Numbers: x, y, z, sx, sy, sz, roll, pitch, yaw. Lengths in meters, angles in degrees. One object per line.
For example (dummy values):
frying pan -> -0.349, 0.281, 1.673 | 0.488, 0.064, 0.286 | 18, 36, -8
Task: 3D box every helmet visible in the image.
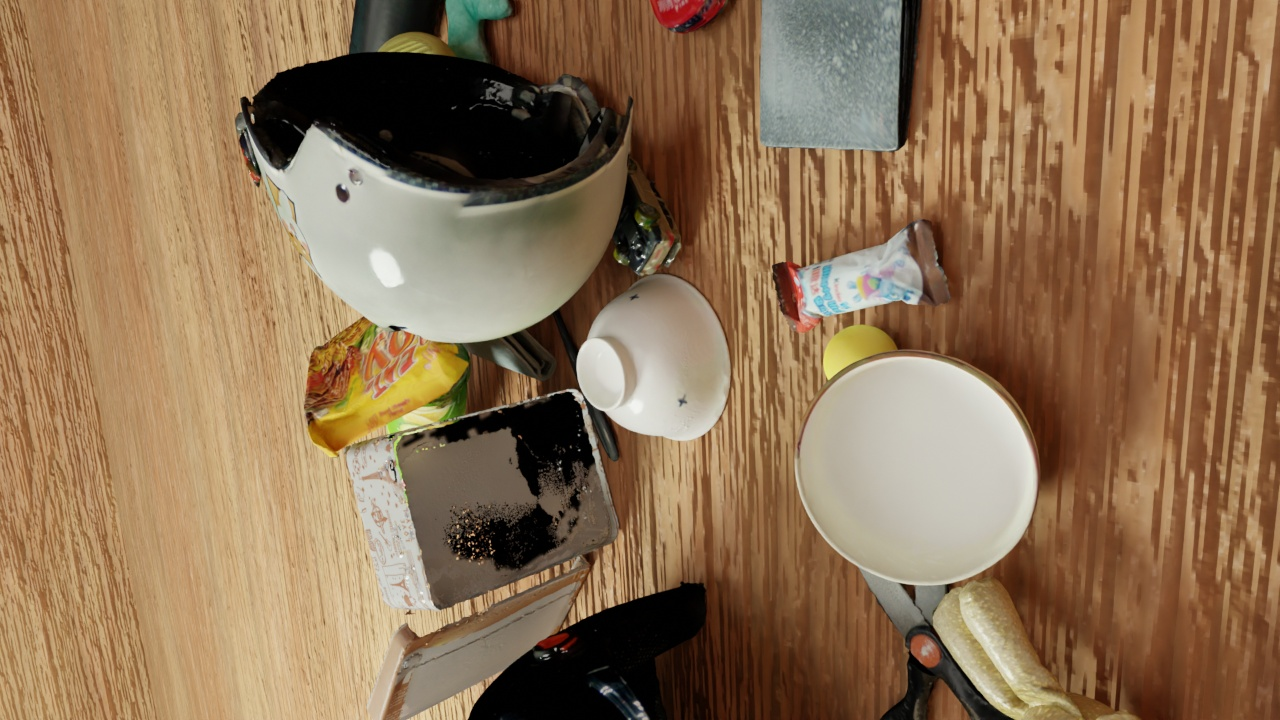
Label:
helmet -> -0.017, 0.290, 0.595 | 0.275, 0.230, 0.233 | 76, 168, -76
helmet -> -0.127, -0.102, 0.597 | 0.274, 0.229, 0.157 | 35, 131, 48

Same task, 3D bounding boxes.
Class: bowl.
bowl -> -0.004, 0.004, 0.622 | 0.118, 0.064, 0.118 | 18, 114, 46
bowl -> 0.141, 0.048, 0.459 | 0.114, 0.062, 0.113 | 5, 100, 28

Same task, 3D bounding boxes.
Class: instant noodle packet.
instant noodle packet -> -0.184, 0.000, 0.658 | 0.128, 0.044, 0.110 | -30, 44, 12

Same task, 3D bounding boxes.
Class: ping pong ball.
ping pong ball -> 0.119, 0.001, 0.497 | 0.040, 0.040, 0.040 | 17, 113, 46

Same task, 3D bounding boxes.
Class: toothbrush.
toothbrush -> -0.055, -0.004, 0.718 | 0.016, 0.018, 0.181 | -33, 77, 44

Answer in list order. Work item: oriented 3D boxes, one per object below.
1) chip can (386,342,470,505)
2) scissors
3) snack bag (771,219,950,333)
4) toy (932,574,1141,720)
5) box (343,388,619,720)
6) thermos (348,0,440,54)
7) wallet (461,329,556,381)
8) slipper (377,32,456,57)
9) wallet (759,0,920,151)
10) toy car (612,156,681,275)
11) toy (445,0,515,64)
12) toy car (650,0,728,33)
chip can -> -0.186, 0.055, 0.796 | 0.072, 0.072, 0.222 | 56, 154, 22
scissors -> 0.164, 0.184, 0.512 | 0.221, 0.021, 0.225 | 42, 128, 33
snack bag -> 0.118, -0.043, 0.498 | 0.106, 0.026, 0.045 | -13, 88, 48
toy -> 0.202, 0.170, 0.431 | 0.157, 0.066, 0.105 | 51, 147, 26
box -> -0.119, 0.158, 0.713 | 0.130, 0.178, 0.273 | 22, 116, 42
thermos -> -0.223, -0.271, 0.795 | 0.090, 0.068, 0.243 | 58, 138, 36
wallet -> -0.142, -0.030, 0.755 | 0.130, 0.037, 0.106 | 19, 157, 46
slipper -> -0.151, -0.167, 0.740 | 0.092, 0.081, 0.190 | -13, 105, 15
wallet -> 0.102, -0.173, 0.487 | 0.097, 0.019, 0.121 | 19, 116, 47
toy car -> -0.003, -0.099, 0.614 | 0.042, 0.035, 0.090 | -56, 45, 38
toy -> -0.133, -0.259, 0.724 | 0.096, 0.030, 0.092 | 18, 116, 39
toy car -> 0.016, -0.255, 0.542 | 0.053, 0.045, 0.120 | -16, 90, 51
